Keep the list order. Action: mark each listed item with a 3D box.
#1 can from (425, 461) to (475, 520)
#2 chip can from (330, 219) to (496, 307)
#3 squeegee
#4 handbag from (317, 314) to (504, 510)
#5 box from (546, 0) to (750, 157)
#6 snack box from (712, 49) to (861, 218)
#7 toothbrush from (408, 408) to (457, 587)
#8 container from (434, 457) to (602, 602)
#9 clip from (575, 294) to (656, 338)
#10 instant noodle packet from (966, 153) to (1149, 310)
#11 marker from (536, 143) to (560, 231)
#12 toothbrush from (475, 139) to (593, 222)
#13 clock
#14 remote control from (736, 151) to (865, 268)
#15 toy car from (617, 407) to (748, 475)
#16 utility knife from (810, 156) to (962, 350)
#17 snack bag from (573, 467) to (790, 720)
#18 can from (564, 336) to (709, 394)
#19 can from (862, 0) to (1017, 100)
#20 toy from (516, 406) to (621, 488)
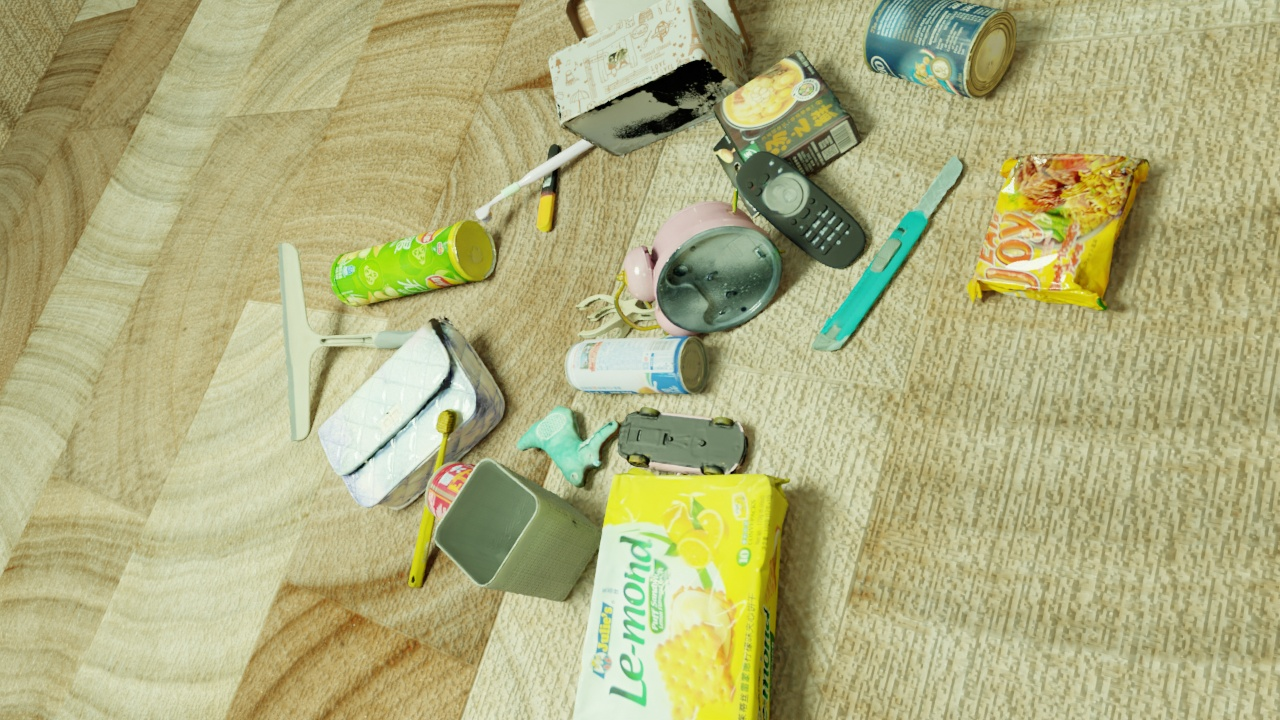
[{"bbox_3d":[-0.161,0.142,0.905,0.094,0.066,0.066,17,78,39],"label":"can"},{"bbox_3d":[-0.281,-0.114,1.109,0.222,0.072,0.072,-8,63,32],"label":"chip can"},{"bbox_3d":[-0.322,-0.025,1.107,0.247,0.039,0.246,-1,94,22],"label":"squeegee"},{"bbox_3d":[-0.249,0.061,0.990,0.194,0.075,0.134,-42,63,11],"label":"handbag"},{"bbox_3d":[0.011,-0.337,0.965,0.183,0.152,0.178,-16,78,28],"label":"box"},{"bbox_3d":[0.133,-0.222,0.896,0.126,0.053,0.113,-32,53,12],"label":"snack box"},{"bbox_3d":[-0.214,0.141,0.933,0.016,0.016,0.190,15,98,15],"label":"toothbrush"},{"bbox_3d":[-0.104,0.158,0.827,0.090,0.114,0.090,32,87,40],"label":"container"},{"bbox_3d":[-0.020,-0.058,0.928,0.105,0.035,0.083,-34,53,11],"label":"clip"},{"bbox_3d":[0.317,-0.100,0.709,0.111,0.044,0.128,12,76,42],"label":"instant noodle packet"},{"bbox_3d":[-0.106,-0.203,1.070,0.018,0.015,0.123,-12,59,28],"label":"marker"},{"bbox_3d":[-0.109,-0.217,1.058,0.189,0.021,0.029,-33,20,5],"label":"toothbrush"},{"bbox_3d":[0.049,-0.077,0.838,0.159,0.117,0.059,-34,42,14],"label":"clock"},{"bbox_3d":[0.146,-0.136,0.836,0.136,0.024,0.053,44,103,13],"label":"remote control"},{"bbox_3d":[0.037,0.075,0.822,0.122,0.037,0.056,6,73,23],"label":"toy car"},{"bbox_3d":[0.215,-0.091,0.793,0.029,0.013,0.207,35,90,40],"label":"utility knife"},{"bbox_3d":[0.039,0.203,0.736,0.158,0.068,0.246,-5,66,32],"label":"snack bag"},{"bbox_3d":[-0.005,0.005,0.873,0.135,0.053,0.053,-1,67,34],"label":"can"},{"bbox_3d":[0.264,-0.281,0.812,0.111,0.075,0.075,33,89,40],"label":"can"},{"bbox_3d":[-0.066,0.080,0.896,0.096,0.030,0.092,-41,56,2],"label":"toy"}]
